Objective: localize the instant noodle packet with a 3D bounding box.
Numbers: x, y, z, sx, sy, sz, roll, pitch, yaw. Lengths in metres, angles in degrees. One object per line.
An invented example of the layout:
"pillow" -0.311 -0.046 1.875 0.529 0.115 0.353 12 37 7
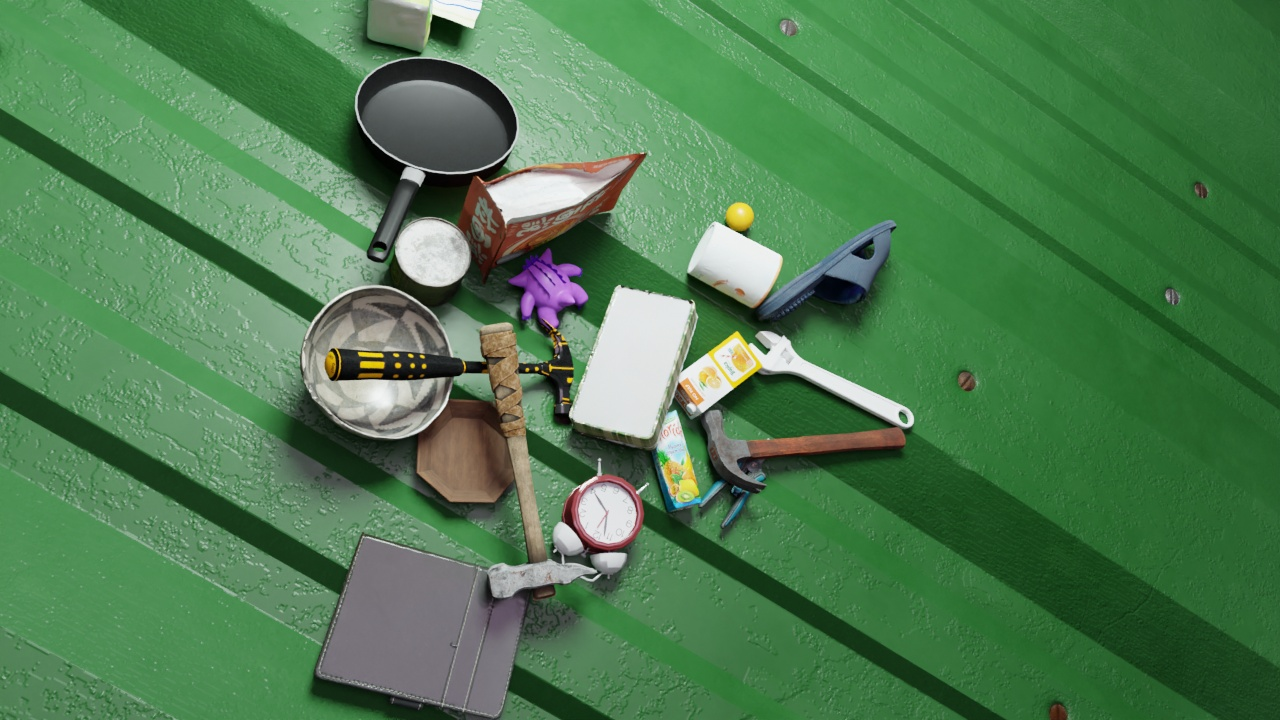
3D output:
"instant noodle packet" -0.107 -0.195 1.154 0.220 0.165 0.084 -25 81 -25

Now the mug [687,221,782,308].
"mug" 0.129 -0.131 1.260 0.105 0.082 0.082 27 67 -9

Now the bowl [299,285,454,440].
"bowl" -0.311 0.008 1.060 0.178 0.081 0.178 9 74 -36

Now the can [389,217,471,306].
"can" -0.259 -0.119 1.127 0.089 0.075 0.089 6 72 -19

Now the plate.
"plate" -0.206 0.110 1.100 0.131 0.025 0.131 6 72 -17

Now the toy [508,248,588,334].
"toy" -0.117 -0.094 1.177 0.105 0.056 0.088 -43 90 -22

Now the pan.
"pan" -0.272 -0.244 1.132 0.204 0.044 0.354 17 54 -9

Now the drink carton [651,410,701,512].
"drink carton" 0.039 0.127 1.172 0.044 0.039 0.128 -10 77 -22

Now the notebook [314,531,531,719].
"notebook" -0.238 0.301 1.030 0.209 0.030 0.169 18 67 -10

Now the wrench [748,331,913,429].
"wrench" 0.270 0.032 1.290 0.273 0.018 0.066 25 58 -12

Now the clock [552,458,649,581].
"clock" -0.049 0.198 1.114 0.096 0.048 0.137 28 65 -9

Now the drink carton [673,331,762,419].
"drink carton" 0.096 0.022 1.223 0.122 0.040 0.058 -35 87 -25

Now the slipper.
"slipper" 0.280 -0.111 1.298 0.263 0.101 0.082 -34 86 -21

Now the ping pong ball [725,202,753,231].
"ping pong ball" 0.142 -0.205 1.310 0.040 0.040 0.040 6 72 -17

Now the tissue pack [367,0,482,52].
"tissue pack" -0.278 -0.518 1.227 0.141 0.120 0.197 9 77 -15

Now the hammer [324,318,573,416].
"hammer" -0.210 0.005 1.071 0.319 0.036 0.123 3 77 -41

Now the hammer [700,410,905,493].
"hammer" 0.231 0.115 1.239 0.300 0.028 0.111 -2 62 -24

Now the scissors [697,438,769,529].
"scissors" 0.133 0.162 1.204 0.126 0.019 0.144 6 66 -17

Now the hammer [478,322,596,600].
"hammer" -0.137 0.114 1.055 0.121 0.049 0.318 -10 86 -14

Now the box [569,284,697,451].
"box" -0.007 0.007 1.170 0.118 0.050 0.205 11 66 14
